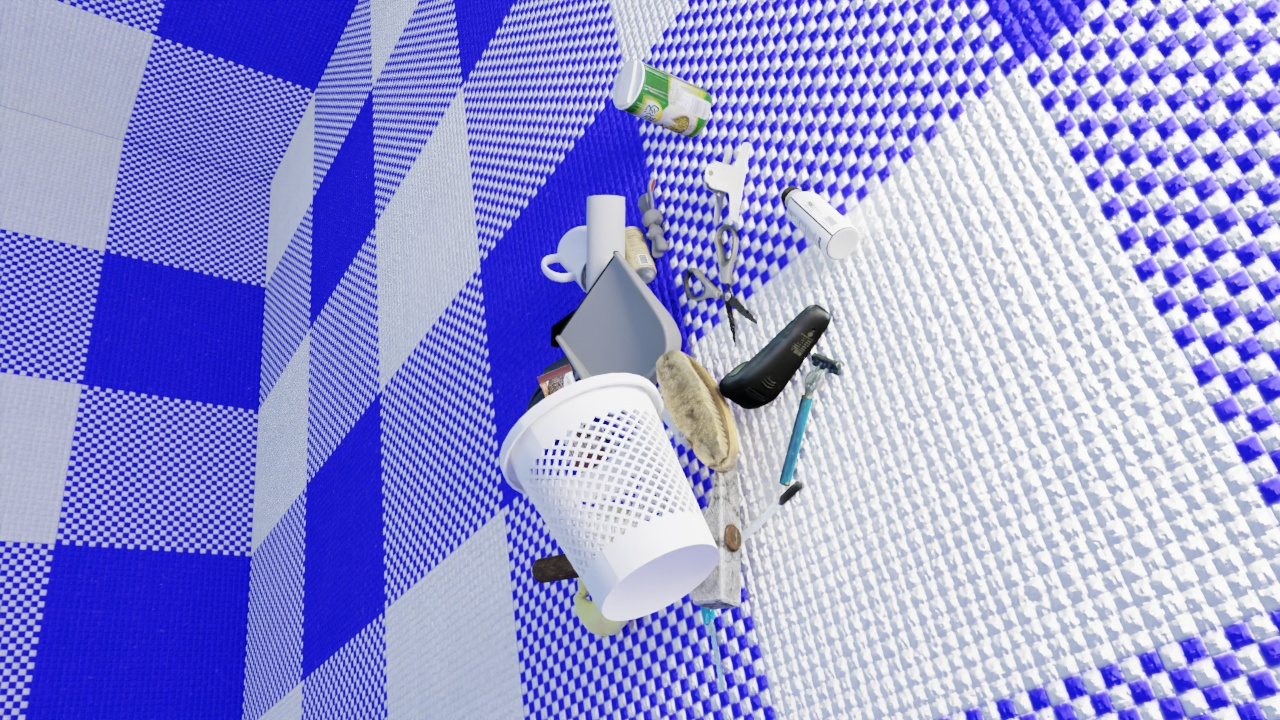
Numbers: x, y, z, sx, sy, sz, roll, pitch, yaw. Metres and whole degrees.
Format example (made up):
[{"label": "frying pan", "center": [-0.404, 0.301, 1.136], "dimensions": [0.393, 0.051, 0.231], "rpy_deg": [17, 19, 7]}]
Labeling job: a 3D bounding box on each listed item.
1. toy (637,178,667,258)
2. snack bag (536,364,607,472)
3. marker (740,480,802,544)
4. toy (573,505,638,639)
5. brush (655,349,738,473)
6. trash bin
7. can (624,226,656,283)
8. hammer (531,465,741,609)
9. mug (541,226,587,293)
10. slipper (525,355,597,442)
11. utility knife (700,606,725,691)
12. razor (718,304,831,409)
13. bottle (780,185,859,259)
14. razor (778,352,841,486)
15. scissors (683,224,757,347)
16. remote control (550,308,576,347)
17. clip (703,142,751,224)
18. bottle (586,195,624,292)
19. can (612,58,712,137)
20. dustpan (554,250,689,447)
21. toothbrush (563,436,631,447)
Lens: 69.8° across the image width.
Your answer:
[{"label": "toy", "center": [0.017, -0.194, 1.260], "dimensions": [0.049, 0.030, 0.111], "rpy_deg": [129, 135, -55]}, {"label": "snack bag", "center": [-0.090, 0.087, 1.259], "dimensions": [0.057, 0.013, 0.158], "rpy_deg": [-21, 92, 23]}, {"label": "marker", "center": [0.126, 0.178, 0.998], "dimensions": [0.152, 0.011, 0.011], "rpy_deg": [-51, 42, 33]}, {"label": "toy", "center": [-0.039, 0.266, 1.161], "dimensions": [0.155, 0.064, 0.170], "rpy_deg": [-12, 71, 55]}, {"label": "brush", "center": [0.062, 0.053, 1.035], "dimensions": [0.059, 0.043, 0.195], "rpy_deg": [-43, 38, 18]}, {"label": "trash bin", "center": [-0.022, 0.152, 0.974], "dimensions": [0.196, 0.195, 0.199], "rpy_deg": [-54, 51, 30]}, {"label": "can", "center": [-0.005, -0.146, 1.268], "dimensions": [0.038, 0.038, 0.079], "rpy_deg": [-48, 44, 36]}, {"label": "hammer", "center": [-0.012, 0.194, 1.090], "dimensions": [0.301, 0.037, 0.217], "rpy_deg": [-18, 57, 36]}, {"label": "mug", "center": [-0.087, -0.139, 1.323], "dimensions": [0.090, 0.110, 0.074], "rpy_deg": [-130, 32, -50]}, {"label": "slipper", "center": [-0.117, 0.042, 1.332], "dimensions": [0.269, 0.083, 0.110], "rpy_deg": [-38, 48, 45]}, {"label": "utility knife", "center": [0.074, 0.282, 1.035], "dimensions": [0.022, 0.015, 0.178], "rpy_deg": [-39, 48, 43]}, {"label": "razor", "center": [0.147, -0.006, 1.001], "dimensions": [0.152, 0.054, 0.067], "rpy_deg": [-51, 23, 25]}, {"label": "bottle", "center": [0.188, -0.153, 0.990], "dimensions": [0.041, 0.041, 0.116], "rpy_deg": [-60, 38, 24]}, {"label": "razor", "center": [0.171, 0.064, 0.963], "dimensions": [0.042, 0.022, 0.144], "rpy_deg": [28, 103, 56]}, {"label": "scissors", "center": [0.099, -0.094, 1.122], "dimensions": [0.158, 0.012, 0.166], "rpy_deg": [8, 86, 58]}, {"label": "remote control", "center": [-0.092, -0.062, 1.388], "dimensions": [0.150, 0.013, 0.034], "rpy_deg": [-31, 51, 47]}, {"label": "clip", "center": [0.104, -0.222, 1.138], "dimensions": [0.058, 0.052, 0.102], "rpy_deg": [52, -133, -83]}, {"label": "bottle", "center": [-0.048, -0.123, 1.248], "dimensions": [0.053, 0.052, 0.195], "rpy_deg": [4, 94, 56]}, {"label": "can", "center": [0.028, -0.345, 1.211], "dimensions": [0.067, 0.120, 0.067], "rpy_deg": [-23, 61, 50]}, {"label": "dustpan", "center": [-0.007, 0.007, 1.176], "dimensions": [0.257, 0.033, 0.164], "rpy_deg": [51, 124, 21]}, {"label": "toothbrush", "center": [-0.058, 0.114, 1.282], "dimensions": [0.189, 0.016, 0.017], "rpy_deg": [-8, 83, 54]}]
